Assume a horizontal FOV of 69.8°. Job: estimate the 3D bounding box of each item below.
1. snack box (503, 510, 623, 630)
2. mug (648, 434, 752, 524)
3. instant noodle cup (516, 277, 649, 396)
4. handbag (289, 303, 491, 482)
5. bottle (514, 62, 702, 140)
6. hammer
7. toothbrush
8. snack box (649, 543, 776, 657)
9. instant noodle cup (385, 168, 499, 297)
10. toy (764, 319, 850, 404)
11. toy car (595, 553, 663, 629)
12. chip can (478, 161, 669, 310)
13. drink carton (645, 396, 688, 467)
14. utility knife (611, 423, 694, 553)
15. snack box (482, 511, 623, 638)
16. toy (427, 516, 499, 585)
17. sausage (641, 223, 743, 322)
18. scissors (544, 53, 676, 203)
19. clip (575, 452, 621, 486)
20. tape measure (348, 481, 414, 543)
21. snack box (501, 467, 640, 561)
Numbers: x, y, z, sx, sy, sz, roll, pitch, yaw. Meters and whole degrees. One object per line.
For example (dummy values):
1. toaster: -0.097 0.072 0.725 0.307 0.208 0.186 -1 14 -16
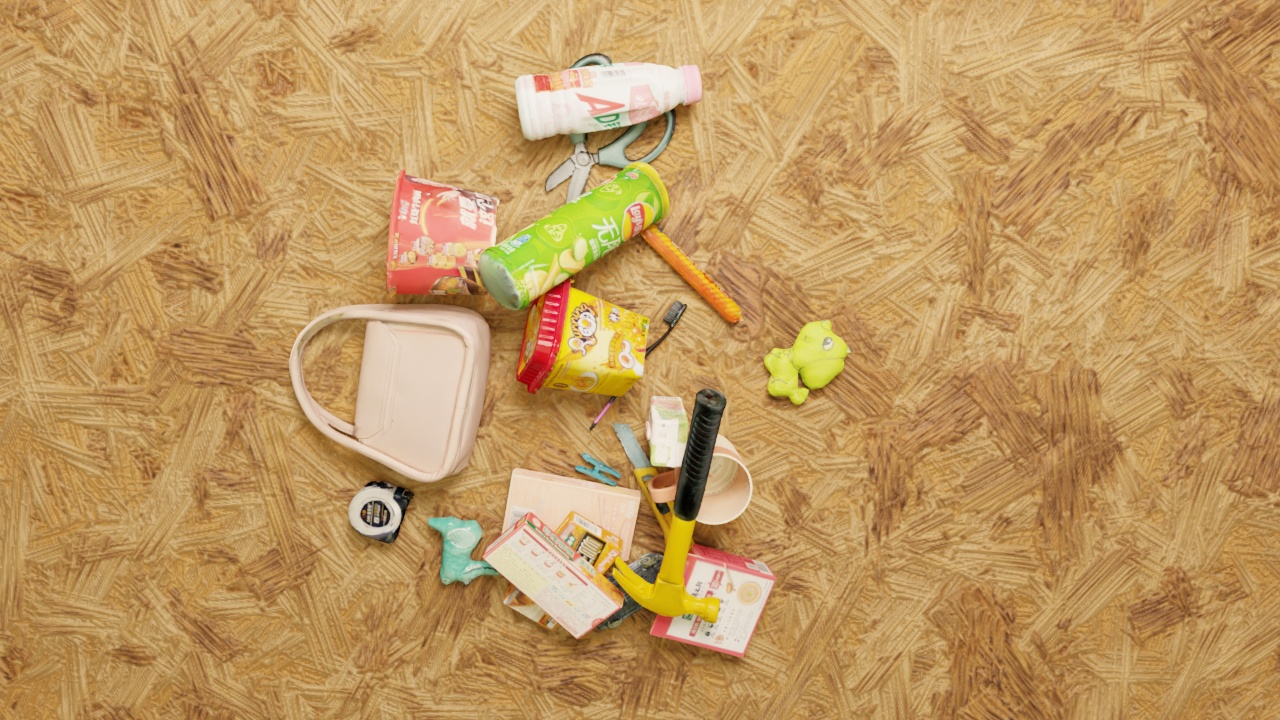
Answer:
1. snack box: -0.093 0.253 1.099 0.075 0.026 0.154 33 113 -13
2. mug: 0.066 0.137 1.061 0.114 0.106 0.082 -15 100 2
3. instant noodle cup: -0.063 -0.017 1.022 0.123 0.116 0.116 15 64 -16
4. handbag: -0.295 0.022 1.054 0.234 0.093 0.193 12 101 5
5. bottle: -0.034 -0.283 0.986 0.197 0.068 0.068 -9 100 -4
6. hammer: 0.048 0.163 0.990 0.129 0.032 0.301 12 121 3
7. toothbrush: -0.006 0.006 1.083 0.018 0.014 0.189 38 98 3
8. snack box: 0.083 0.288 1.111 0.127 0.044 0.113 19 100 -15
9. instant noodle cup: -0.213 -0.133 0.997 0.108 0.138 0.138 6 100 -11
10. toy: 0.196 0.003 1.077 0.100 0.031 0.097 -7 100 5
11. toy car: -0.015 0.280 1.123 0.120 0.037 0.054 -30 103 -6
12. chip can: -0.069 -0.133 0.974 0.220 0.073 0.072 -36 101 -26
13. drink carton: 0.029 0.079 1.041 0.045 0.122 0.053 3 101 0
14. utility knife: 0.019 0.167 1.111 0.033 0.015 0.216 -27 100 1
15. snack box: -0.101 0.251 1.067 0.077 0.027 0.156 -40 104 21
16. toy: -0.214 0.234 1.114 0.096 0.030 0.092 8 105 -10
17. sausage: 0.059 -0.100 1.059 0.165 0.021 0.021 44 97 -8
18. scissors: -0.032 -0.247 1.032 0.171 0.019 0.177 15 99 -4
19. clip: -0.050 0.132 1.105 0.057 0.014 0.047 29 97 -7
20. tape measure: -0.313 0.178 1.099 0.066 0.033 0.066 22 97 -7
21. snack box: -0.084 0.186 1.107 0.157 0.026 0.084 11 101 -3
